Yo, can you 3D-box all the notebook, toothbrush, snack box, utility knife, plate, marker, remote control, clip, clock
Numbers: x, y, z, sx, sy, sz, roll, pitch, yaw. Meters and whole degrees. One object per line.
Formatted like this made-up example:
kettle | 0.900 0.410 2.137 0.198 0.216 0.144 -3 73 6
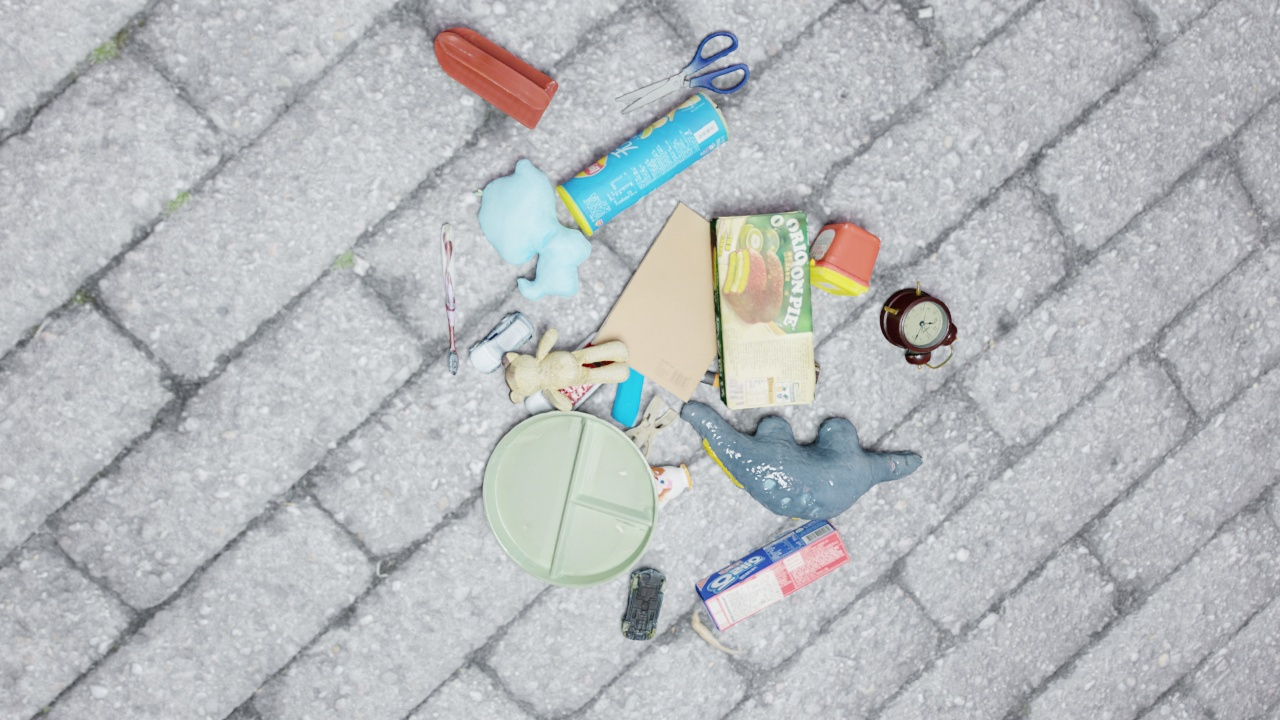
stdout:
notebook | 0.054 -0.072 1.170 0.149 0.012 0.211 32 88 -16
toothbrush | -0.233 -0.073 1.123 0.016 0.017 0.188 -2 102 -11
snack box | 0.152 -0.063 1.148 0.114 0.063 0.240 -5 98 -3
utility knife | -0.007 0.007 1.182 0.034 0.018 0.161 10 97 -16
plate | -0.087 0.174 1.157 0.230 0.027 0.230 2 98 12
marker | 0.085 0.022 1.203 0.124 0.015 0.018 15 94 -11
remote control | -0.085 0.026 1.170 0.136 0.020 0.056 -44 106 0
clip | 0.005 0.095 1.185 0.100 0.034 0.070 -53 142 -4
clock | 0.374 -0.042 1.223 0.082 0.055 0.122 -38 107 -2
snack box | 0.178 0.290 1.254 0.207 0.057 0.058 -28 107 -4
snack box | 0.254 -0.130 1.167 0.082 0.091 0.080 24 89 -15

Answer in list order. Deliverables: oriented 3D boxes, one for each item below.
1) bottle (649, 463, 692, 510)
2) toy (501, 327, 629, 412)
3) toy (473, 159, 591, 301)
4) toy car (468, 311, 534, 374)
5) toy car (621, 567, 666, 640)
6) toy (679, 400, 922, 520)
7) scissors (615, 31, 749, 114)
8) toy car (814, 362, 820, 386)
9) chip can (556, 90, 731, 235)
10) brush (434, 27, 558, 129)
bottle | 0.012 0.167 1.194 0.108 0.063 0.063 -18 104 -7
toy | -0.090 0.010 1.127 0.157 0.066 0.105 -9 93 -1
toy | -0.134 -0.156 1.107 0.156 0.049 0.161 19 107 -5
toy car | -0.172 -0.021 1.138 0.090 0.034 0.043 -41 108 1
toy car | 0.004 0.328 1.241 0.049 0.031 0.106 10 101 -13
toy | 0.219 0.142 1.222 0.356 0.092 0.137 10 71 -13
scissors | 0.056 -0.335 1.128 0.126 0.012 0.173 38 94 -15
toy car | 0.193 0.012 1.212 0.090 0.035 0.042 12 97 -10
chip can | 0.004 -0.238 1.107 0.210 0.071 0.071 -35 105 -3
brush | -0.170 -0.331 1.056 0.146 0.069 0.063 30 93 -15
